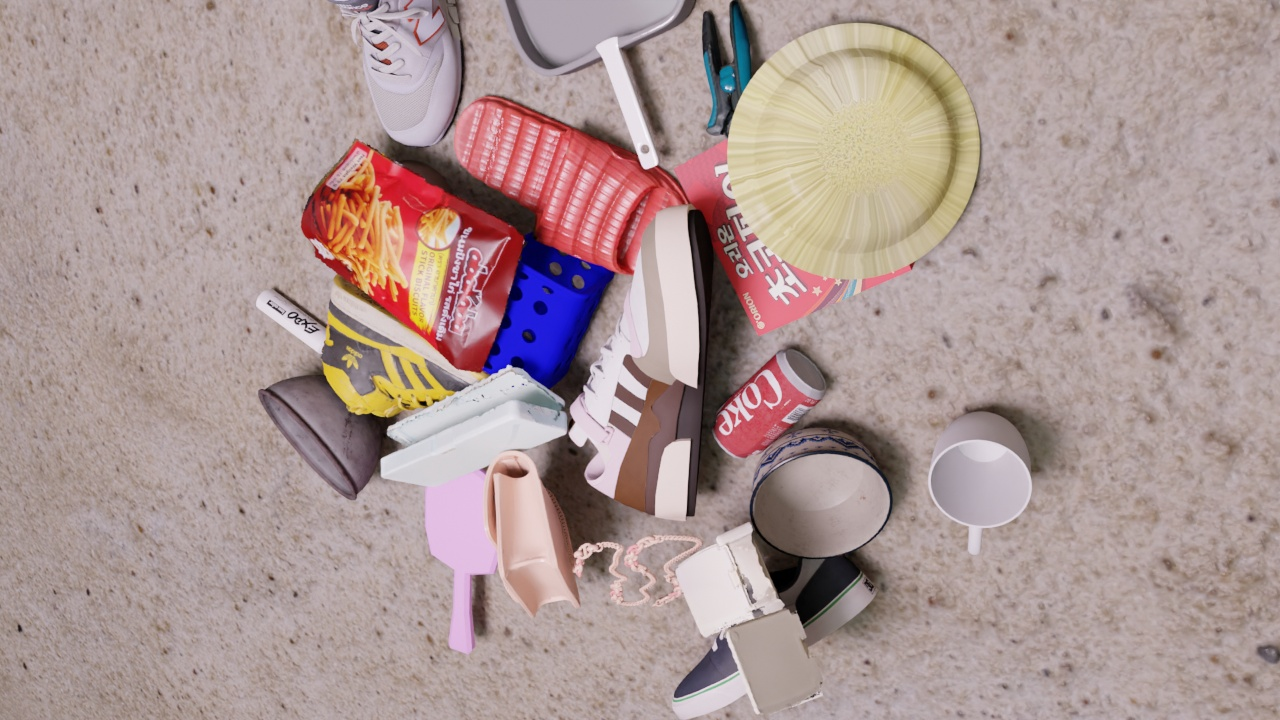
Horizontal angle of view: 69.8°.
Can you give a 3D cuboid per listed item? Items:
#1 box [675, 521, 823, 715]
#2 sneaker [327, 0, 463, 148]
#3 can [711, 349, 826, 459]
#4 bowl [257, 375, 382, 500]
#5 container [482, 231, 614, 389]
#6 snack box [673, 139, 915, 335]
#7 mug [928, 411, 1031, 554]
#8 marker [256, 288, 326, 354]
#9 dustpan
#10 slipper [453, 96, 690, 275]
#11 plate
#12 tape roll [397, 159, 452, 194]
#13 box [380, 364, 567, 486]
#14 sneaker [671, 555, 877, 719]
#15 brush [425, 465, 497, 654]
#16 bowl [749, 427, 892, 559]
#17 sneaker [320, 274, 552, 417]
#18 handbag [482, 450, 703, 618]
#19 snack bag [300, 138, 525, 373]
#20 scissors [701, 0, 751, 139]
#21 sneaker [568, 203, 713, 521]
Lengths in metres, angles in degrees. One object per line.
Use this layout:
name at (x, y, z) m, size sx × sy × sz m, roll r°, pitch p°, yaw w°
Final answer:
box at (0.080, 0.201, 0.706) m, size 0.081 × 0.182 × 0.143 m, roll -23°, pitch 70°, yaw 1°
sneaker at (-0.210, -0.290, 0.748) m, size 0.089 × 0.124 × 0.240 m, roll 15°, pitch 114°, yaw 17°
can at (0.107, 0.038, 0.780) m, size 0.054 × 0.053 × 0.097 m, roll 44°, pitch 119°, yaw 2°
bowl at (-0.315, 0.067, 0.939) m, size 0.145 × 0.067 × 0.145 m, roll 35°, pitch 151°, yaw 23°
container at (-0.091, -0.041, 0.815) m, size 0.085 × 0.084 × 0.114 m, roll 31°, pitch 118°, yaw 8°
snack box at (0.121, -0.116, 0.727) m, size 0.133 × 0.035 × 0.152 m, roll -24°, pitch 99°, yaw 28°
mug at (0.264, 0.093, 0.715) m, size 0.071 × 0.089 × 0.107 m, roll 4°, pitch 110°, yaw 21°
marker at (-0.345, -0.030, 0.956) m, size 0.126 × 0.025 × 0.025 m, roll 35°, pitch 118°, yaw 7°
dustpan at (-0.030, -0.279, 0.730) m, size 0.163 × 0.033 × 0.257 m, roll -15°, pitch 103°, yaw 26°
slipper at (-0.063, -0.146, 0.780) m, size 0.249 × 0.059 × 0.104 m, roll 32°, pitch 118°, yaw 10°
plate at (0.157, -0.151, 0.658) m, size 0.184 × 0.036 × 0.184 m, roll 0°, pitch 97°, yaw 1°
tape roll at (-0.220, -0.139, 0.862) m, size 0.094 × 0.030 × 0.094 m, roll 8°, pitch 112°, yaw 20°
box at (-0.153, 0.070, 0.829) m, size 0.199 × 0.072 × 0.086 m, roll -25°, pitch 117°, yaw 38°
sneaker at (0.103, 0.246, 0.848) m, size 0.236 × 0.084 × 0.079 m, roll -44°, pitch 79°, yaw 24°
brush at (-0.179, 0.203, 0.964) m, size 0.089 × 0.043 × 0.229 m, roll 13°, pitch 113°, yaw 18°
bowl at (0.148, 0.105, 0.774) m, size 0.115 × 0.059 × 0.116 m, roll 1°, pitch 122°, yaw 2°
sneaker at (-0.206, 0.017, 0.881) m, size 0.238 × 0.085 × 0.122 m, roll 30°, pitch 115°, yaw 11°
handbag at (-0.044, 0.157, 0.857) m, size 0.187 × 0.116 × 0.199 m, roll -10°, pitch 150°, yaw -1°
snack bag at (-0.193, -0.095, 0.798) m, size 0.208 × 0.066 × 0.139 m, roll 32°, pitch 112°, yaw 17°
scissors at (0.074, -0.205, 0.695) m, size 0.130 × 0.019 × 0.135 m, roll 42°, pitch 110°, yaw 29°
sneaker at (-0.004, 0.004, 0.762) m, size 0.116 × 0.111 × 0.294 m, roll 5°, pitch 127°, yaw 5°
